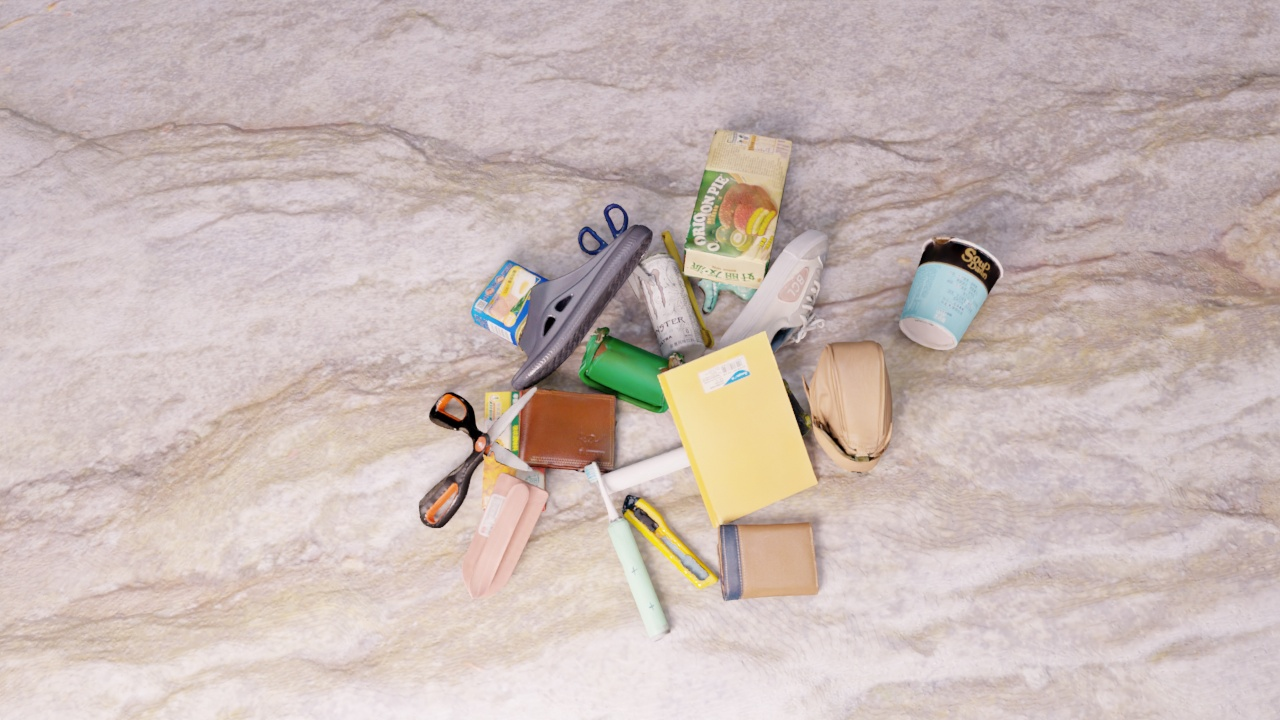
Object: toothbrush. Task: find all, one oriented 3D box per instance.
[{"bbox_3d":[-0.017,0.223,1.093,0.027,0.026,0.224,-24,73,3],"label":"toothbrush"},{"bbox_3d":[0.051,0.122,1.152,0.221,0.027,0.026,-19,75,-7],"label":"toothbrush"},{"bbox_3d":[0.062,-0.100,1.259,0.016,0.016,0.190,6,55,-44],"label":"toothbrush"}]

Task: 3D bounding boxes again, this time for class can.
[{"bbox_3d":[0.039,-0.069,1.224,0.058,0.058,0.146,-14,66,-6],"label":"can"},{"bbox_3d":[-0.167,-0.076,1.233,0.083,0.057,0.102,28,68,16],"label":"can"}]

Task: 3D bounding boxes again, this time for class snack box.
[{"bbox_3d":[-0.159,0.114,1.160,0.077,0.027,0.155,-2,65,-2],"label":"snack box"},{"bbox_3d":[0.136,-0.213,1.267,0.114,0.063,0.239,11,56,6],"label":"snack box"}]

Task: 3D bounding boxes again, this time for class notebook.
[{"bbox_3d":[0.121,0.085,1.116,0.145,0.010,0.206,-22,101,-9],"label":"notebook"}]

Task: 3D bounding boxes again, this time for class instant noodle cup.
[{"bbox_3d":[0.398,-0.083,1.204,0.111,0.111,0.120,27,76,13],"label":"instant noodle cup"}]

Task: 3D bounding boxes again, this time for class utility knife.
[{"bbox_3d":[0.034,0.218,1.114,0.154,0.015,0.033,42,75,18],"label":"utility knife"}]

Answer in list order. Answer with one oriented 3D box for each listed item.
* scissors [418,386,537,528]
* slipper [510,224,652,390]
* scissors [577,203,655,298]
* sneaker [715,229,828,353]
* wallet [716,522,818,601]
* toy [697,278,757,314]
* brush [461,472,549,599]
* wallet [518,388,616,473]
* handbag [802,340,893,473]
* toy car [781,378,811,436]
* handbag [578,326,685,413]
[{"bbox_3d":[-0.206,0.108,1.112,0.234,0.021,0.221,34,95,46],"label":"scissors"},{"bbox_3d":[-0.091,-0.079,1.180,0.083,0.111,0.268,38,87,6],"label":"slipper"},{"bbox_3d":[-0.037,-0.143,1.256,0.141,0.012,0.170,-13,62,28],"label":"scissors"},{"bbox_3d":[0.199,-0.072,1.202,0.091,0.090,0.241,31,67,16],"label":"sneaker"},{"bbox_3d":[0.151,0.238,1.095,0.115,0.033,0.090,-3,68,-1],"label":"wallet"},{"bbox_3d":[0.120,-0.104,1.257,0.092,0.030,0.096,13,73,12],"label":"toy"},{"bbox_3d":[-0.165,0.209,1.076,0.063,0.073,0.145,24,84,-1],"label":"brush"},{"bbox_3d":[-0.091,0.089,1.151,0.124,0.032,0.101,6,66,-17],"label":"wallet"},{"bbox_3d":[0.246,0.055,1.088,0.100,0.204,0.147,-5,78,11],"label":"handbag"},{"bbox_3d":[0.181,0.062,1.172,0.043,0.036,0.091,-24,63,-11],"label":"toy car"},{"bbox_3d":[-0.007,0.007,1.155,0.131,0.120,0.067,23,69,3],"label":"handbag"}]
